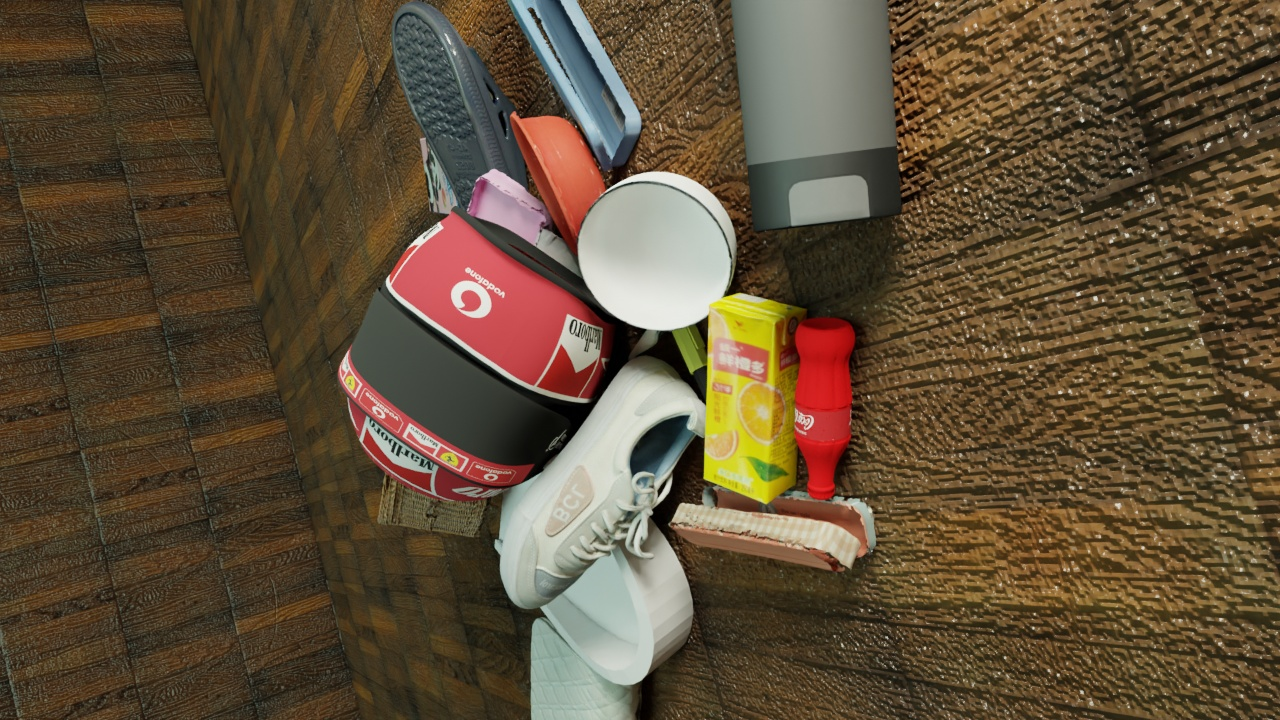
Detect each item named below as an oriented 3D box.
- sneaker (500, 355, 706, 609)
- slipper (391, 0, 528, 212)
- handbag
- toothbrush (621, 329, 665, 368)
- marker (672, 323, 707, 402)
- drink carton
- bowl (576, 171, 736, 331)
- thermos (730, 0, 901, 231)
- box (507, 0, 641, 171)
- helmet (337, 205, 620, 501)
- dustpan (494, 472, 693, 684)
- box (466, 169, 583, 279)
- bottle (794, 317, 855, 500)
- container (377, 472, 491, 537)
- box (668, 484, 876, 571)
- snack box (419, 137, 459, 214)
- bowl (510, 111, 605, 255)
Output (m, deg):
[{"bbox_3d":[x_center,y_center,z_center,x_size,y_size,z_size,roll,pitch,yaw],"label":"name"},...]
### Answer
[{"bbox_3d":[-0.028,0.117,0.742,0.242,0.089,0.091,-57,46,10],"label":"sneaker"},{"bbox_3d":[-0.156,-0.230,0.919,0.111,0.083,0.268,13,131,47],"label":"slipper"},{"bbox_3d":[-0.051,0.363,0.979,0.139,0.072,0.195,29,126,42],"label":"handbag"},{"bbox_3d":[-0.005,0.005,0.786,0.017,0.016,0.189,57,154,12],"label":"toothbrush"},{"bbox_3d":[0.053,0.017,0.709,0.123,0.017,0.021,67,149,14],"label":"marker"},{"bbox_3d":[0.079,0.025,0.636,0.059,0.042,0.135,18,118,39],"label":"drink carton"},{"bbox_3d":[0.016,-0.084,0.662,0.113,0.063,0.114,9,121,15],"label":"bowl"},{"bbox_3d":[0.090,-0.191,0.494,0.082,0.082,0.240,11,111,58],"label":"thermos"},{"bbox_3d":[-0.072,-0.251,0.775,0.209,0.058,0.068,64,151,21],"label":"box"},{"bbox_3d":[-0.138,0.007,0.766,0.197,0.225,0.270,35,-174,4],"label":"helmet"},{"bbox_3d":[-0.065,0.192,0.880,0.258,0.053,0.192,33,130,31],"label":"dustpan"},{"bbox_3d":[-0.122,-0.058,0.924,0.159,0.035,0.231,37,134,12],"label":"box"},{"bbox_3d":[0.117,0.033,0.588,0.036,0.036,0.119,26,124,54],"label":"bottle"},{"bbox_3d":[-0.208,0.087,1.013,0.114,0.112,0.198,115,167,-49],"label":"container"},{"bbox_3d":[0.098,0.117,0.666,0.056,0.063,0.188,47,156,-22],"label":"box"},{"bbox_3d":[-0.216,-0.212,1.041,0.154,0.033,0.088,-155,57,-64],"label":"snack box"},{"bbox_3d":[-0.062,-0.157,0.781,0.130,0.045,0.130,62,174,11],"label":"bowl"}]
